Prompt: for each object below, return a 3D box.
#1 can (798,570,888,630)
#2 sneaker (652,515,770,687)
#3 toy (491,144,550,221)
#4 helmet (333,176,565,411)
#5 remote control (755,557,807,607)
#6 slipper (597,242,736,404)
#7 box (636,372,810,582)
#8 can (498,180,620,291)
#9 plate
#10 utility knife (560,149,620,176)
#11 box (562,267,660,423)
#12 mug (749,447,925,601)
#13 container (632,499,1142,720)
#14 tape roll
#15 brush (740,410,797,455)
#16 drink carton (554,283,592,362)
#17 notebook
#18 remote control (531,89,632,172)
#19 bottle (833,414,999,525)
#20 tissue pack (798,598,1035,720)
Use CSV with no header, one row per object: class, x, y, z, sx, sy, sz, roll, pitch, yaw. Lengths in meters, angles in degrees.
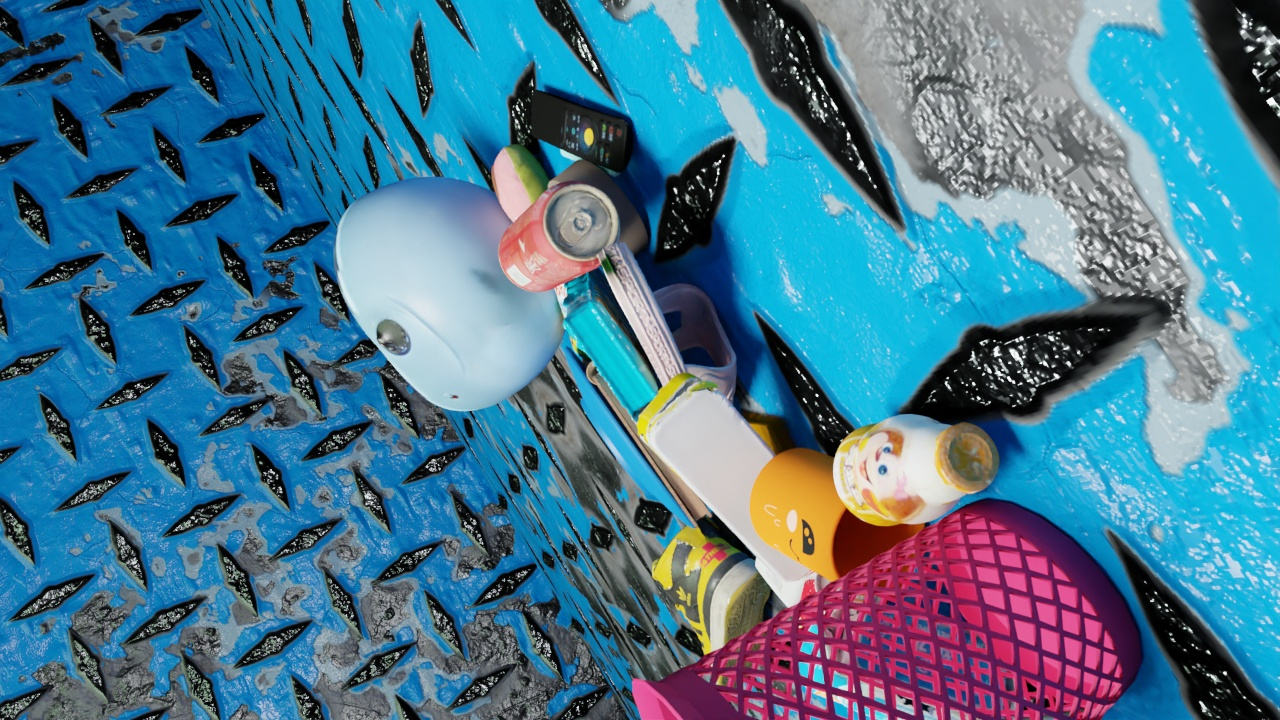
can,0.158,0.199,0.727,0.064,0.064,0.105,49,159,30
sneaker,0.077,0.265,1.004,0.122,0.085,0.239,39,150,34
toy,-0.108,-0.156,0.898,0.110,0.051,0.090,60,166,-6
helmet,-0.181,-0.088,0.965,0.167,0.224,0.265,-28,115,38
remote control,0.132,0.179,0.825,0.060,0.025,0.139,50,162,27
slipper,0.035,-0.014,0.702,0.094,0.064,0.239,66,-176,33
box,0.079,0.094,0.682,0.210,0.065,0.045,48,170,-32
can,-0.067,-0.095,0.724,0.067,0.067,0.170,62,164,-7
plate,-0.018,0.082,0.928,0.224,0.024,0.224,54,179,1
utility knife,-0.047,-0.174,0.771,0.120,0.015,0.022,34,129,54
box,-0.006,0.006,0.796,0.182,0.039,0.226,55,-175,-15
mug,0.142,0.121,0.636,0.112,0.077,0.096,56,165,-21
container,0.140,0.188,0.496,0.183,0.225,0.183,51,160,26
tape roll,-0.036,-0.121,0.769,0.093,0.030,0.094,45,166,14
brush,0.091,0.065,0.770,0.048,0.017,0.126,63,162,-9
drink carton,-0.059,-0.055,0.943,0.044,0.038,0.129,31,148,39
notebook,0.008,0.074,0.890,0.169,0.022,0.210,55,179,3
remote control,-0.049,-0.187,0.742,0.152,0.020,0.041,37,127,50
bottle,0.156,0.061,0.521,0.063,0.063,0.109,59,162,3
tissue pack,0.181,0.212,0.621,0.144,0.061,0.093,16,151,5
